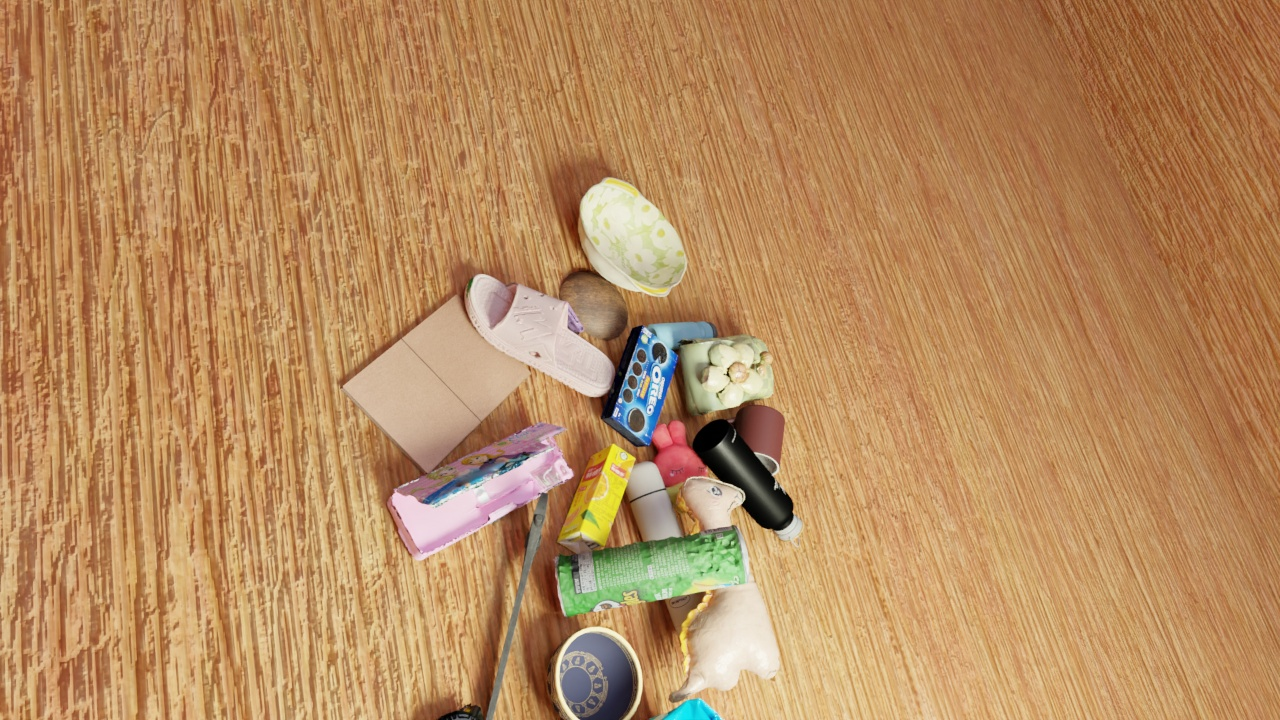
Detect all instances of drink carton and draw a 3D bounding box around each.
[{"bbox_3d":[-0.053,0.175,1.155,0.043,0.059,0.134,36,50,-19],"label":"drink carton"}]

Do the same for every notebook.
[{"bbox_3d":[-0.244,0.025,1.130,0.141,0.008,0.208,47,48,-6],"label":"notebook"}]

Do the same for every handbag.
[{"bbox_3d":[0.140,0.013,1.341,0.186,0.117,0.113,-10,90,-43],"label":"handbag"}]

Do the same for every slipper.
[{"bbox_3d":[-0.122,-0.037,1.209,0.239,0.065,0.094,35,42,-20],"label":"slipper"}]

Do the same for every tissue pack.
[{"bbox_3d":[-0.011,0.448,1.000,0.208,0.117,0.066,-20,73,-42],"label":"tissue pack"}]

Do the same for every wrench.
[{"bbox_3d":[-0.140,0.278,1.039,0.018,0.073,0.272,14,62,-4],"label":"wrench"}]

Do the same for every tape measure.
[{"bbox_3d":[-0.189,0.393,0.944,0.062,0.038,0.067,-8,72,-23],"label":"tape measure"}]

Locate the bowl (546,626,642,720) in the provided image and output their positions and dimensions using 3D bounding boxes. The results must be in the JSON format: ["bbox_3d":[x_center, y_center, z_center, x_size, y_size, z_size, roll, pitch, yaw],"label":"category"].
[{"bbox_3d":[-0.061,0.366,1.043,0.112,0.061,0.112,17,57,-29],"label":"bowl"}]

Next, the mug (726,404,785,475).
[{"bbox_3d":[0.155,0.114,1.341,0.106,0.073,0.082,13,55,0],"label":"mug"}]

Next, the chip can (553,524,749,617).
[{"bbox_3d":[0.015,0.246,1.079,0.223,0.075,0.075,-10,68,0],"label":"chip can"}]

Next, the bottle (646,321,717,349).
[{"bbox_3d":[0.065,-0.037,1.370,0.129,0.040,0.040,-5,69,-38],"label":"bottle"}]

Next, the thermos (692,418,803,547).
[{"bbox_3d":[0.163,0.181,1.289,0.231,0.061,0.061,50,46,-24],"label":"thermos"}]

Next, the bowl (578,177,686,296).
[{"bbox_3d":[-0.024,-0.169,1.351,0.188,0.060,0.219,11,52,-38],"label":"bowl"}]

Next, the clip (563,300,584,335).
[{"bbox_3d":[-0.096,-0.059,1.272,0.013,0.036,0.053,-34,102,-41],"label":"clip"}]

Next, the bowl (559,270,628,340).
[{"bbox_3d":[-0.060,-0.085,1.312,0.114,0.026,0.101,40,49,-12],"label":"bowl"}]

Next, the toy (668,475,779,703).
[{"bbox_3d":[0.081,0.271,1.130,0.195,0.065,0.264,-8,67,-29],"label":"toy"}]

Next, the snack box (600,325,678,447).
[{"bbox_3d":[0.001,0.036,1.262,0.082,0.027,0.150,39,57,-34],"label":"snack box"}]

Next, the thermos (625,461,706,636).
[{"bbox_3d":[0.034,0.240,1.188,0.052,0.052,0.224,-9,72,-39],"label":"thermos"}]

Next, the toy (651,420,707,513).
[{"bbox_3d":[0.054,0.146,1.259,0.091,0.045,0.135,4,62,-39],"label":"toy"}]

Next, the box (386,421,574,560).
[{"bbox_3d":[-0.169,0.137,1.064,0.229,0.097,0.085,-24,82,-41],"label":"box"}]
